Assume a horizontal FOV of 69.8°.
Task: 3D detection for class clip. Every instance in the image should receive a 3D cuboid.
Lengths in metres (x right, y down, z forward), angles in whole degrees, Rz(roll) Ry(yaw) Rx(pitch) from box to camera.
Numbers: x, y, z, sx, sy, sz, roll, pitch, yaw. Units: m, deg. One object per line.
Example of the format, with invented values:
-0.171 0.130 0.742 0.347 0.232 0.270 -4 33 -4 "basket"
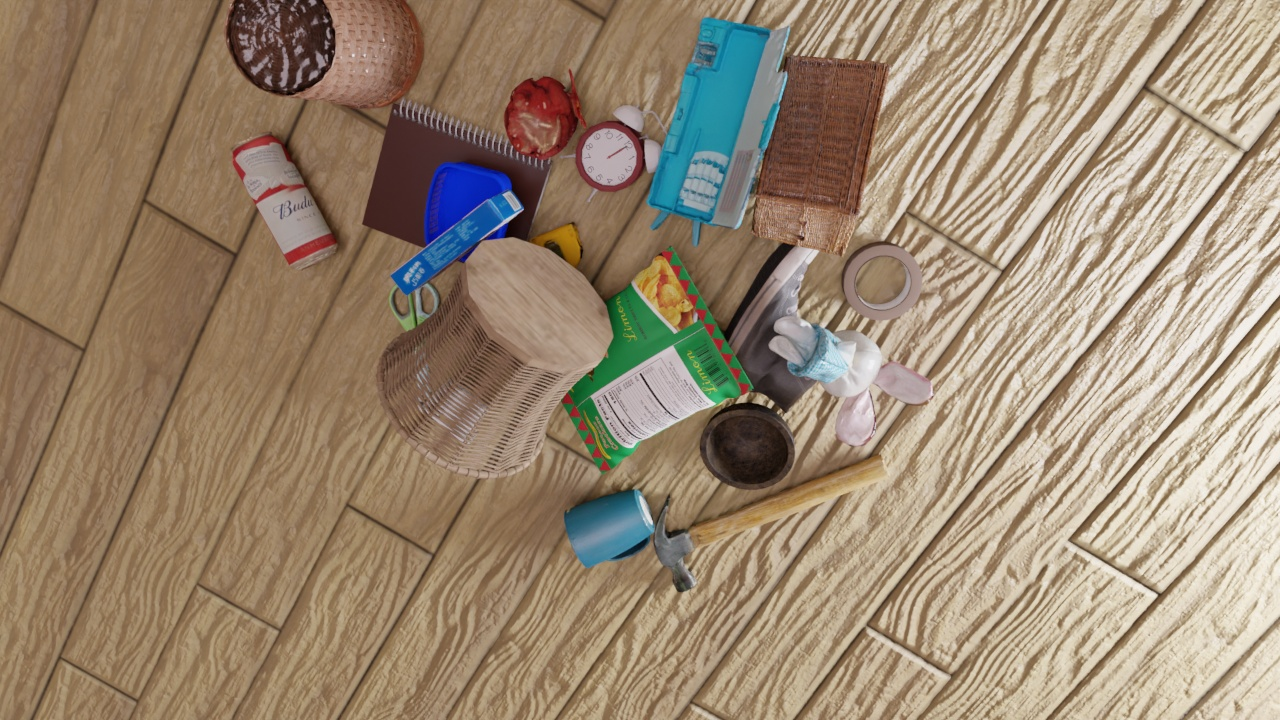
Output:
0.076 -0.201 1.129 0.113 0.028 0.127 12 107 1 "clip"

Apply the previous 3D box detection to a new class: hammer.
0.171 0.199 1.231 0.331 0.033 0.132 -23 101 12 "hammer"

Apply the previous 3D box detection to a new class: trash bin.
-0.350 -0.362 1.035 0.151 0.209 0.151 2 106 5 "trash bin"

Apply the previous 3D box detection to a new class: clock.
-0.027 -0.254 1.115 0.125 0.044 0.087 -29 101 15 "clock"

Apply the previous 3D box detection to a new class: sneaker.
0.185 -0.051 1.126 0.120 0.095 0.235 25 105 -4 "sneaker"

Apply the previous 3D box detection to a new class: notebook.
-0.233 -0.216 1.163 0.209 0.022 0.172 21 109 0 "notebook"

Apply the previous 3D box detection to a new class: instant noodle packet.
-0.007 0.007 1.145 0.253 0.090 0.195 -32 84 31 "instant noodle packet"

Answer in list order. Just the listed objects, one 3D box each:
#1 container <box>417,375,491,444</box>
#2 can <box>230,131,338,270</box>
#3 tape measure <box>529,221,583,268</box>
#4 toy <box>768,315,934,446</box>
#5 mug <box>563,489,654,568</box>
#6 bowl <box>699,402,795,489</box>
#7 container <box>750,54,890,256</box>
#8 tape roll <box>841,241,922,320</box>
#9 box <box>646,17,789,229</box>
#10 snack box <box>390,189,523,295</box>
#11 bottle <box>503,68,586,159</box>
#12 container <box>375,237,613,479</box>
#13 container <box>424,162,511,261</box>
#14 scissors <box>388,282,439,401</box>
-0.236 0.061 1.194 0.081 0.129 0.049 39 89 -5 "container"
-0.452 -0.201 1.168 0.067 0.067 0.170 -23 102 12 "can"
-0.105 -0.137 1.166 0.068 0.030 0.059 -19 101 12 "tape measure"
0.223 0.002 1.069 0.205 0.105 0.131 29 123 -28 "toy"
-0.033 0.230 1.245 0.104 0.084 0.112 -25 130 7 "mug"
0.141 0.102 1.190 0.121 0.056 0.121 6 119 10 "bowl"
0.198 -0.229 1.024 0.113 0.114 0.198 12 76 7 "container"
0.296 -0.098 1.130 0.094 0.030 0.094 2 106 6 "tape roll"
0.105 -0.266 1.041 0.073 0.181 0.227 10 102 -40 "box"
-0.212 -0.138 1.065 0.154 0.087 0.033 -34 100 17 "snack box"
-0.109 -0.288 1.080 0.099 0.111 0.099 2 106 7 "bottle"
-0.163 -0.008 1.074 0.227 0.226 0.197 39 125 -5 "container"
-0.209 -0.184 1.128 0.096 0.058 0.114 15 110 3 "container"
-0.301 -0.022 1.232 0.072 0.033 0.175 1 103 3 "scissors"
